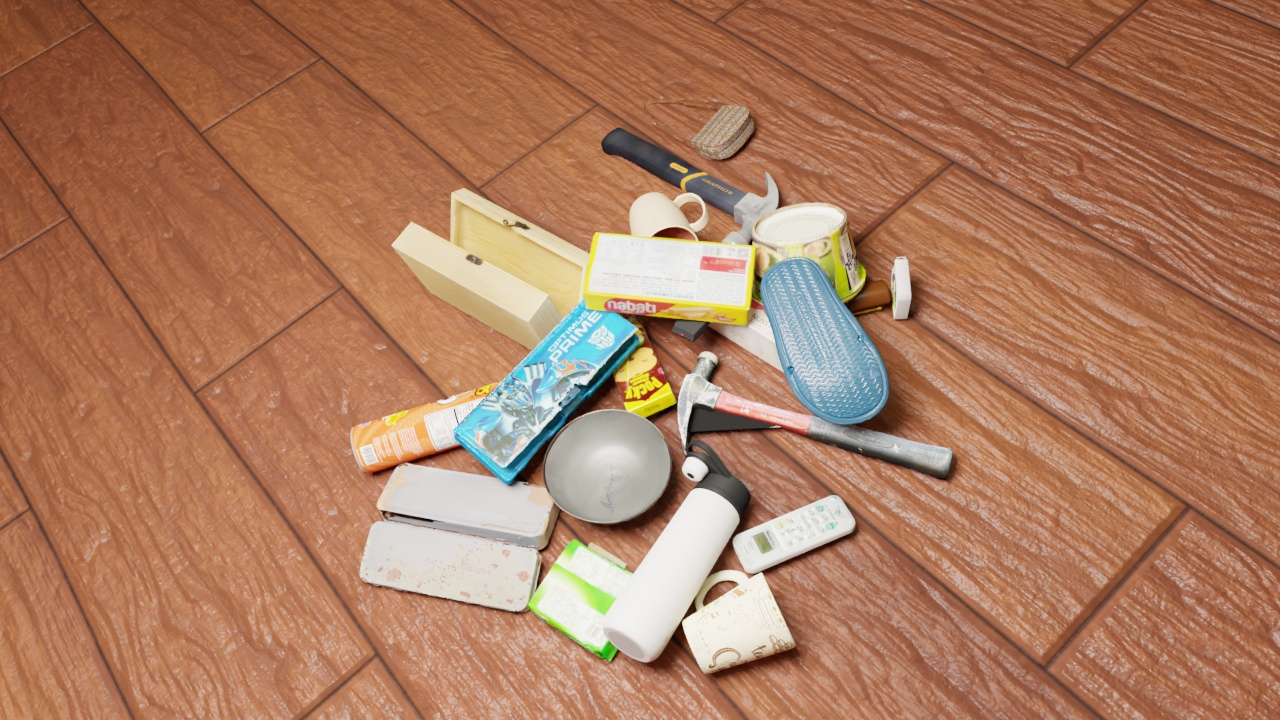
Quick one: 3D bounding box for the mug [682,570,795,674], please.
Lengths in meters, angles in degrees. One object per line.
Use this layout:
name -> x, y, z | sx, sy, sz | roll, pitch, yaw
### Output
mug -> 0.095, 0.267, 0.967 | 0.097, 0.081, 0.121 | -25, 35, 2

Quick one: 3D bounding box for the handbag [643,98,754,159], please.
handbag -> 0.079, -0.361, 1.405 | 0.196, 0.043, 0.093 | 27, 69, 34

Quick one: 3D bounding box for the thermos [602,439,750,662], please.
thermos -> 0.034, 0.201, 0.990 | 0.101, 0.069, 0.229 | 44, 58, -10

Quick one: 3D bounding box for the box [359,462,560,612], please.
box -> -0.212, 0.205, 1.077 | 0.217, 0.063, 0.156 | 7, 69, 15

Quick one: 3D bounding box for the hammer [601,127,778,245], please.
hammer -> 0.064, -0.262, 1.336 | 0.313, 0.035, 0.139 | 33, 66, 27

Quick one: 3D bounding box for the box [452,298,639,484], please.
box -> -0.108, 0.027, 1.098 | 0.091, 0.066, 0.243 | 41, 70, 3

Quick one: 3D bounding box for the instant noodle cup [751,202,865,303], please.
instant noodle cup -> 0.206, -0.132, 1.154 | 0.146, 0.098, 0.146 | -10, 30, 6

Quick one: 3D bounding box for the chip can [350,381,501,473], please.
chip can -> -0.250, 0.082, 1.148 | 0.210, 0.062, 0.062 | -17, 56, -1

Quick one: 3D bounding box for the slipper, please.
slipper -> 0.203, -0.021, 1.047 | 0.104, 0.059, 0.213 | -27, 69, 6

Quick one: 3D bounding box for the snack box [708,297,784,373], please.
snack box -> 0.144, -0.043, 1.152 | 0.273, 0.077, 0.044 | 34, 73, 28

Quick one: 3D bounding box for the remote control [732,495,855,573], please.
remote control -> 0.171, 0.194, 1.019 | 0.133, 0.022, 0.050 | -22, 45, -4

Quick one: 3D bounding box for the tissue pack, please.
tissue pack -> -0.055, 0.260, 1.012 | 0.114, 0.034, 0.099 | 26, 64, 24

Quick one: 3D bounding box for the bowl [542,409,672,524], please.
bowl -> -0.035, 0.134, 1.078 | 0.151, 0.057, 0.150 | -5, 56, 7

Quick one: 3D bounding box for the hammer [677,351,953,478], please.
hammer -> 0.197, 0.086, 1.082 | 0.326, 0.036, 0.140 | 15, 59, 19

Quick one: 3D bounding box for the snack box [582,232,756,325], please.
snack box -> 0.036, -0.100, 1.114 | 0.201, 0.042, 0.092 | 6, 64, 5

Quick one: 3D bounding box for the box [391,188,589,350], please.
box -> -0.185, -0.109, 1.224 | 0.249, 0.141, 0.148 | 30, 63, 26

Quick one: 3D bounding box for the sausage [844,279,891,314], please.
sausage -> 0.243, -0.069, 1.172 | 0.155, 0.040, 0.040 | -13, 56, 2

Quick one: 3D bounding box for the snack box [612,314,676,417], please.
snack box -> -0.007, 0.007, 1.162 | 0.061, 0.026, 0.148 | -25, 49, 2

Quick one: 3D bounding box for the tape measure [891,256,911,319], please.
tape measure -> 0.327, -0.090, 1.153 | 0.017, 0.065, 0.064 | -1, 59, 9

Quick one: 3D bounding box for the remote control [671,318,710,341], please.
remote control -> 0.085, -0.078, 1.134 | 0.039, 0.010, 0.124 | 26, 68, 25

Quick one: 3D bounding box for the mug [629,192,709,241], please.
mug -> 0.040, -0.185, 1.253 | 0.111, 0.085, 0.104 | -32, 44, 9
